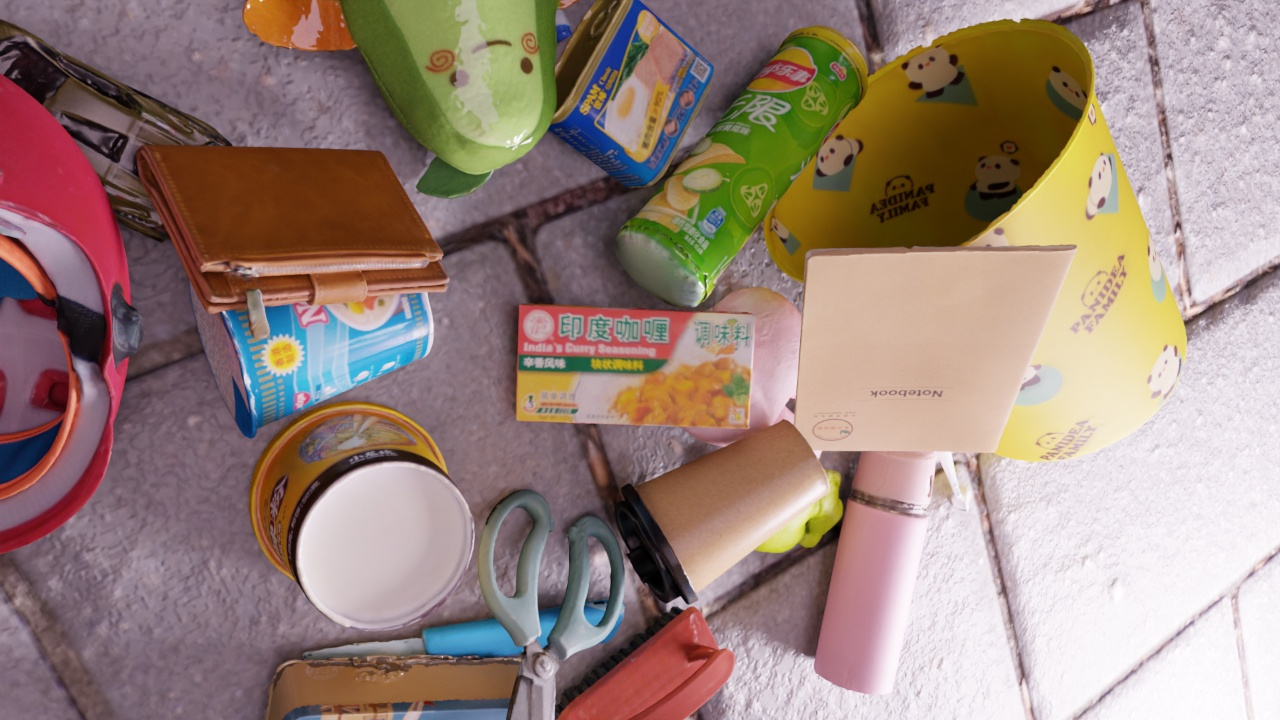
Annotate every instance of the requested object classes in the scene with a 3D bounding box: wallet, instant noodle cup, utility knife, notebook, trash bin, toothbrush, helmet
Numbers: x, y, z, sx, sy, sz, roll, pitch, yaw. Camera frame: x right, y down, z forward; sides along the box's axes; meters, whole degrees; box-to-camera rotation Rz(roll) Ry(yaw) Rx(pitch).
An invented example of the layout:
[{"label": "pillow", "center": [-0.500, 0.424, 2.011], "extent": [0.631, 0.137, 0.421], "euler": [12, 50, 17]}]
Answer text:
[{"label": "wallet", "center": [-0.173, -0.069, 0.474], "extent": [0.130, 0.035, 0.119], "euler": [-10, 58, -43]}, {"label": "instant noodle cup", "center": [-0.181, -0.020, 0.516], "extent": [0.109, 0.099, 0.099], "euler": [-21, 106, -32]}, {"label": "utility knife", "center": [-0.112, 0.187, 0.616], "extent": [0.217, 0.018, 0.034], "euler": [0, 112, -27]}, {"label": "instant noodle cup", "center": [-0.156, 0.090, 0.526], "extent": [0.118, 0.114, 0.118], "euler": [-4, 100, -27]}, {"label": "notebook", "center": [0.176, 0.001, 0.591], "extent": [0.148, 0.008, 0.208], "euler": [0, 142, 6]}, {"label": "trash bin", "center": [0.256, -0.069, 0.668], "extent": [0.255, 0.230, 0.229], "euler": [42, 77, -32]}, {"label": "toothbrush", "center": [0.255, 0.081, 0.758], "extent": [0.016, 0.016, 0.180], "euler": [-60, 142, -19]}, {"label": "helmet", "center": [-0.325, -0.039, 0.401], "extent": [0.207, 0.143, 0.240], "euler": [-5, 130, -5]}]

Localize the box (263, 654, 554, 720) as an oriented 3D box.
[{"label": "box", "center": [-0.141, 0.237, 0.577], "extent": [0.184, 0.061, 0.090], "euler": [7, 107, -26]}]

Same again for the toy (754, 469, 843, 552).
[{"label": "toy", "center": [0.118, 0.120, 0.716], "extent": [0.100, 0.031, 0.097], "euler": [-27, 127, -18]}]

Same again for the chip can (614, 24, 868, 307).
[{"label": "chip can", "center": [0.070, -0.132, 0.622], "extent": [0.072, 0.073, 0.220], "euler": [48, 68, -24]}]

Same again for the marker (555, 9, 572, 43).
[{"label": "marker", "center": [-0.083, -0.268, 0.570], "extent": [0.016, 0.017, 0.146], "euler": [-37, 112, -19]}]

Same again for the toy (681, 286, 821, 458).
[{"label": "toy", "center": [0.090, 0.018, 0.678], "extent": [0.159, 0.054, 0.121], "euler": [36, 90, -29]}]

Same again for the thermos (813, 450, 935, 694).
[{"label": "thermos", "center": [0.196, 0.164, 0.754], "extent": [0.087, 0.067, 0.198], "euler": [10, 90, -60]}]

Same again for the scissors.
[{"label": "scissors", "center": [-0.072, 0.164, 0.588], "extent": [0.143, 0.019, 0.179], "euler": [37, 48, -21]}]

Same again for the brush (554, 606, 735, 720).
[{"label": "brush", "center": [-0.002, 0.242, 0.652], "extent": [0.145, 0.069, 0.063], "euler": [-32, 109, -20]}]

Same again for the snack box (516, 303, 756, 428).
[{"label": "snack box", "center": [-0.004, 0.004, 0.610], "extent": [0.156, 0.027, 0.077], "euler": [2, 96, -3]}]

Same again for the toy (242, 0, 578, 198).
[{"label": "toy", "center": [-0.111, -0.222, 0.522], "extent": [0.226, 0.090, 0.247], "euler": [-18, 101, -15]}]

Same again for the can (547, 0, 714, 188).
[{"label": "can", "center": [-0.010, -0.175, 0.599], "extent": [0.083, 0.057, 0.102], "euler": [32, 82, -30]}]

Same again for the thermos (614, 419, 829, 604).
[{"label": "thermos", "center": [0.055, 0.102, 0.638], "extent": [0.143, 0.093, 0.093], "euler": [-29, 110, -8]}]

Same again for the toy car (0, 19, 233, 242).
[{"label": "toy car", "center": [-0.289, -0.117, 0.471], "extent": [0.158, 0.042, 0.070], "euler": [26, 84, -25]}]
